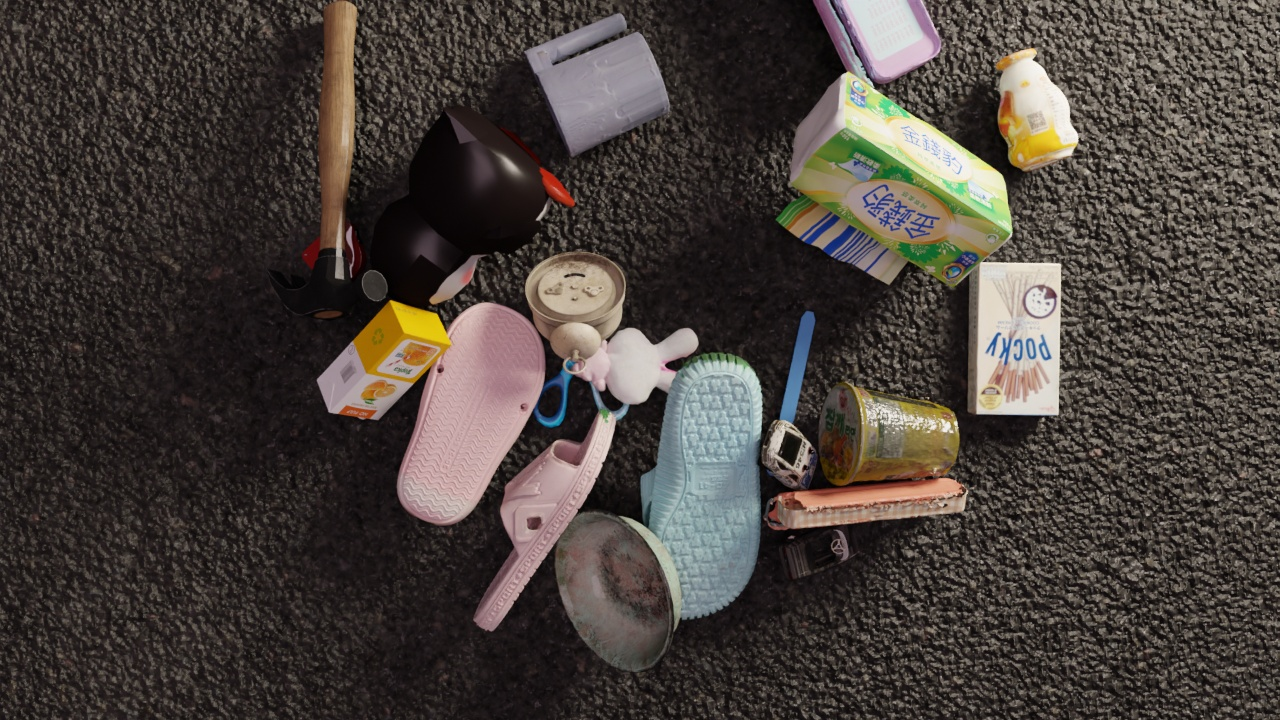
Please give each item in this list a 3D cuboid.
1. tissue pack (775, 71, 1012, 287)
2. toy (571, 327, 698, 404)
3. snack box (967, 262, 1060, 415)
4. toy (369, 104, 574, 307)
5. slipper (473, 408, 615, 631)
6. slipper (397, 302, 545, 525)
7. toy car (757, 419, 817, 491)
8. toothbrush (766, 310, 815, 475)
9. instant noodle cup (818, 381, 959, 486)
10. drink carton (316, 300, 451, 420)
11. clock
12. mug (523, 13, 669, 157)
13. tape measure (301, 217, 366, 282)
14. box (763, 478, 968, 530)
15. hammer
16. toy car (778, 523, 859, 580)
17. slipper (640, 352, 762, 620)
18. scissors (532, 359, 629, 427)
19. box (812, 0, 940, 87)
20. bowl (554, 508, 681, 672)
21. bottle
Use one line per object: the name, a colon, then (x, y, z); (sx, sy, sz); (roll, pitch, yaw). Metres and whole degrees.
tissue pack: (0.219, -0.145, 0.852); (0.197, 0.120, 0.142); (33, 133, -8)
toy: (-0.005, 0.005, 0.893); (0.125, 0.037, 0.076); (-2, 84, -10)
snack box: (0.366, -0.021, 0.901); (0.082, 0.026, 0.150); (0, 91, -1)
toy: (-0.181, -0.133, 0.840); (0.184, 0.140, 0.159); (-47, 55, 12)
slipper: (-0.104, 0.144, 0.872); (0.064, 0.094, 0.239); (31, 95, -6)
slipper: (-0.163, 0.053, 0.887); (0.107, 0.056, 0.221); (22, 83, -3)
toy car: (0.146, 0.093, 0.868); (0.041, 0.113, 0.048); (11, 73, 34)
toothbrush: (0.150, 0.033, 0.911); (0.016, 0.014, 0.166); (13, 88, -1)
instant noodle cup: (0.237, 0.073, 0.876); (0.108, 0.102, 0.102); (5, 92, -11)
drink carton: (-0.243, 0.004, 0.861); (0.123, 0.058, 0.040); (-42, 60, 20)
clock: (-0.060, -0.039, 0.858); (0.093, 0.055, 0.140); (-1, 50, 0)
mug: (-0.043, -0.267, 0.870); (0.104, 0.084, 0.124); (-24, 65, 0)
tape measure: (-0.294, -0.103, 0.898); (0.059, 0.019, 0.051); (-42, 90, 2)
box: (0.214, 0.141, 0.869); (0.187, 0.077, 0.054); (-4, 60, -10)
hammer: (-0.288, -0.190, 0.856); (0.133, 0.040, 0.305); (-11, 75, 34)
toy car: (0.175, 0.183, 0.889); (0.092, 0.037, 0.040); (-14, 91, -33)
slipper: (0.060, 0.121, 0.884); (0.116, 0.069, 0.276); (3, 106, -4)
scissors: (-0.074, 0.005, 0.907); (0.113, 0.013, 0.140); (-23, 94, -2)
box: (0.190, -0.363, 0.870); (0.139, 0.062, 0.214); (-28, 93, -34)
bowl: (-0.016, 0.212, 0.868); (0.158, 0.038, 0.157); (13, 109, 42)
bottle: (0.373, -0.239, 0.876); (0.063, 0.063, 0.109); (-17, 89, 0)
